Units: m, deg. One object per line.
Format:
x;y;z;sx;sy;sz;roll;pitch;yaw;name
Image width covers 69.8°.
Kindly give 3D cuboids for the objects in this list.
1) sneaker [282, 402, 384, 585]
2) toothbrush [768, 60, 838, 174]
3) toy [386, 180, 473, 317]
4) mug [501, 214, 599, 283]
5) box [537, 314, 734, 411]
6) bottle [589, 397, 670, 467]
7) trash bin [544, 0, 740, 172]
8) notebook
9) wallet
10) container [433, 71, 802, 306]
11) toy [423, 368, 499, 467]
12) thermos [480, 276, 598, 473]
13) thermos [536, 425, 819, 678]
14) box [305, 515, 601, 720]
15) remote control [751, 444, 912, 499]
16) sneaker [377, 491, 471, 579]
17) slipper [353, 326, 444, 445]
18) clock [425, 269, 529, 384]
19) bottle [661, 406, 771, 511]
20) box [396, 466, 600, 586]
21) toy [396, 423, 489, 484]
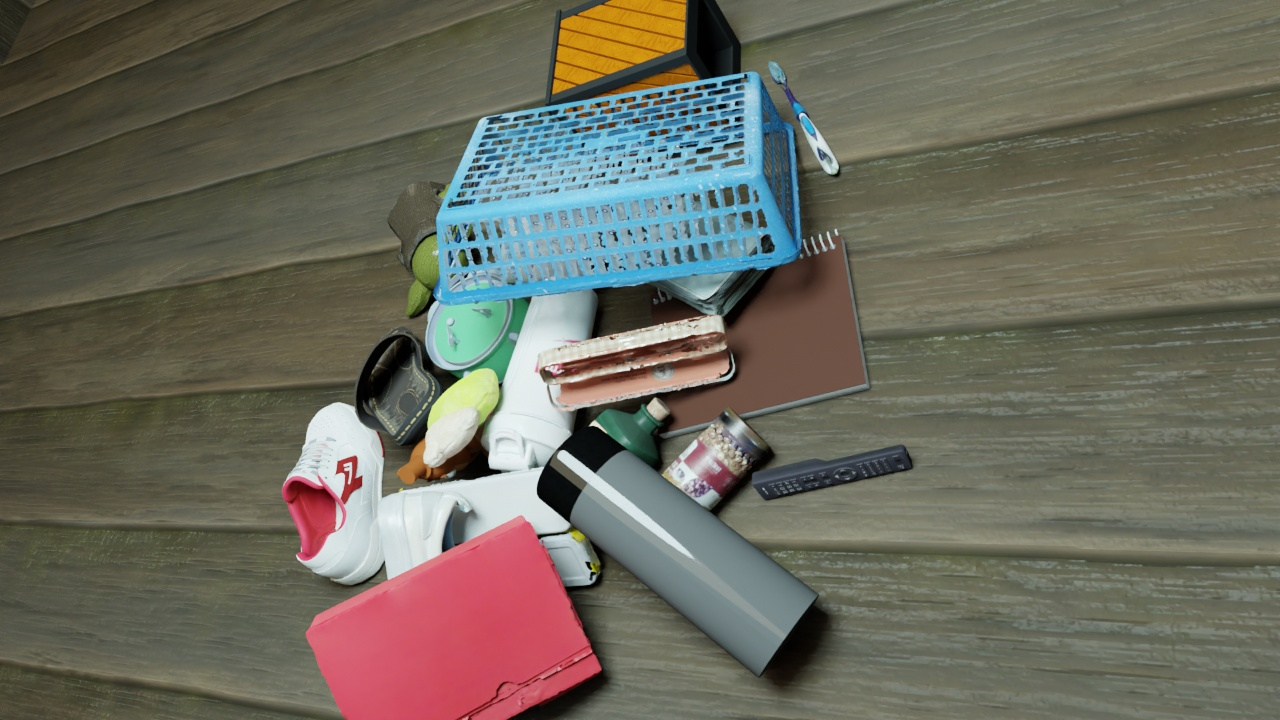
-0.363;0.137;1.058;0.090;0.104;0.236;-27;54;17;sneaker
0.174;-0.265;0.991;0.016;0.017;0.188;-29;54;14;toothbrush
-0.262;-0.155;1.162;0.180;0.078;0.152;-50;51;32;toy
-0.098;-0.128;1.040;0.097;0.111;0.079;5;110;4;mug
-0.005;0.004;0.880;0.187;0.083;0.042;-12;51;10;box
-0.024;0.089;0.895;0.131;0.061;0.061;-45;50;10;bottle
0.007;-0.328;1.048;0.172;0.139;0.139;-11;61;27;trash bin
0.109;-0.026;0.907;0.210;0.022;0.171;-16;60;24;notebook
0.063;-0.103;0.923;0.100;0.054;0.132;-50;42;-5;wallet
-0.027;-0.185;0.925;0.363;0.089;0.256;-6;41;12;container
-0.182;0.059;0.908;0.092;0.046;0.115;-33;25;30;toy
-0.104;0.021;0.967;0.099;0.099;0.220;-4;61;30;thermos
0.027;0.155;0.775;0.240;0.082;0.082;36;87;19;thermos
-0.165;0.246;0.809;0.214;0.153;0.164;-24;49;-11;box
0.166;0.096;0.802;0.137;0.032;0.015;-17;47;23;remote control
-0.183;0.241;0.871;0.090;0.089;0.242;-8;94;-3;sneaker
-0.288;0.018;1.052;0.113;0.075;0.268;-51;28;0;slipper
-0.193;-0.049;1.068;0.122;0.075;0.161;-39;51;8;clock
0.064;0.099;0.846;0.105;0.056;0.056;-46;51;3;bottle
-0.146;0.173;0.906;0.210;0.130;0.036;-11;17;27;box
-0.203;0.101;0.967;0.095;0.127;0.065;-20;101;29;toy
